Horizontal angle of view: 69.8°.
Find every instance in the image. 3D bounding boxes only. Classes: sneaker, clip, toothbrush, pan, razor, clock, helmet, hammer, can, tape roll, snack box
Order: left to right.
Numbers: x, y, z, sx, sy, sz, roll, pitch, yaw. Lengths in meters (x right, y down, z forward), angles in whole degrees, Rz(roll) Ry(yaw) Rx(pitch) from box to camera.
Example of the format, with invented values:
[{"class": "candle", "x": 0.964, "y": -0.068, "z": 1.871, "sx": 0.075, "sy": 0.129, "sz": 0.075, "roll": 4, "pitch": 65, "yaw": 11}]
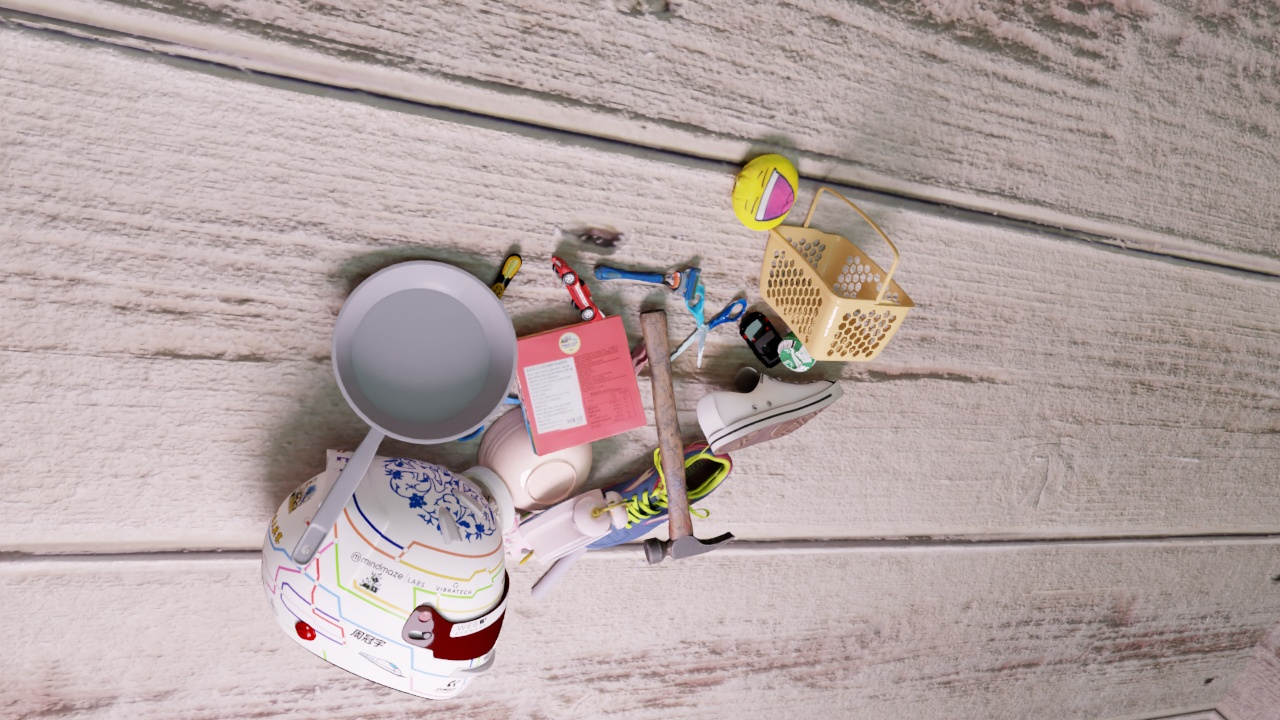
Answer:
[{"class": "pan", "x": -0.270, "y": 0.057, "z": 0.983, "sx": 0.200, "sy": 0.051, "sz": 0.355, "roll": 33, "pitch": 71, "yaw": -16}, {"class": "helmet", "x": -0.271, "y": 0.236, "z": 1.068, "sx": 0.314, "sy": 0.231, "sz": 0.236, "roll": 31, "pitch": 101, "yaw": -24}, {"class": "tape roll", "x": -0.198, "y": 0.180, "z": 1.159, "sx": 0.019, "sy": 0.094, "sz": 0.094, "roll": -26, "pitch": 132, "yaw": -46}, {"class": "razor", "x": -0.178, "y": -0.063, "z": 1.069, "sx": 0.044, "sy": 0.021, "sz": 0.144, "roll": 29, "pitch": 105, "yaw": -15}, {"class": "snack box", "x": -0.078, "y": 0.029, "z": 1.119, "sx": 0.142, "sy": 0.040, "sz": 0.145, "roll": -15, "pitch": 94, "yaw": -15}, {"class": "toothbrush", "x": -0.088, "y": 0.270, "z": 1.306, "sx": 0.188, "sy": 0.018, "sz": 0.019, "roll": -48, "pitch": 131, "yaw": 8}, {"class": "clock", "x": -0.078, "y": 0.207, "z": 1.177, "sx": 0.158, "sy": 0.058, "sz": 0.116, "roll": -29, "pitch": 168, "yaw": 19}, {"class": "clip", "x": -0.014, "y": 0.005, "z": 1.185, "sx": 0.045, "sy": 0.023, "sz": 0.060, "roll": 4, "pitch": 120, "yaw": -25}, {"class": "razor", "x": 0.007, "y": -0.103, "z": 1.131, "sx": 0.140, "sy": 0.018, "sz": 0.044, "roll": 5, "pitch": 109, "yaw": -23}, {"class": "sneaker", "x": 0.014, "y": 0.183, "z": 1.250, "sx": 0.241, "sy": 0.091, "sz": 0.116, "roll": -31, "pitch": 102, "yaw": -8}, {"class": "hammer", "x": 0.045, "y": 0.096, "z": 1.183, "sx": 0.120, "sy": 0.033, "sz": 0.330, "roll": -10, "pitch": 101, "yaw": -13}, {"class": "sneaker", "x": 0.173, "y": 0.053, "z": 1.264, "sx": 0.244, "sy": 0.097, "sz": 0.091, "roll": -15, "pitch": 160, "yaw": -34}, {"class": "can", "x": 0.226, "y": -0.029, "z": 1.228, "sx": 0.100, "sy": 0.053, "sz": 0.053, "roll": -42, "pitch": 134, "yaw": -37}]

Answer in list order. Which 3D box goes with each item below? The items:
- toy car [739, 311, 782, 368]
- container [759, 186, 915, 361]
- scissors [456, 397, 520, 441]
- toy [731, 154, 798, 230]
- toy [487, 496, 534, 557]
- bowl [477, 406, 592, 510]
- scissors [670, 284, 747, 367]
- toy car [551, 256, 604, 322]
[{"class": "toy car", "x": 0.168, "y": -0.027, "z": 1.236, "sx": 0.042, "sy": 0.036, "sz": 0.092, "roll": -40, "pitch": 126, "yaw": 1}, {"class": "container", "x": 0.245, "y": -0.109, "z": 1.133, "sx": 0.129, "sy": 0.183, "sz": 0.167, "roll": 1, "pitch": 124, "yaw": -25}, {"class": "scissors", "x": -0.207, "y": 0.045, "z": 1.126, "sx": 0.130, "sy": 0.013, "sz": 0.125, "roll": 18, "pitch": 111, "yaw": -34}, {"class": "toy", "x": 0.153, "y": -0.205, "z": 1.122, "sx": 0.094, "sy": 0.041, "sz": 0.096, "roll": 9, "pitch": 111, "yaw": -32}, {"class": "toy", "x": -0.180, "y": 0.233, "z": 1.232, "sx": 0.108, "sy": 0.041, "sz": 0.096, "roll": 11, "pitch": 112, "yaw": -36}, {"class": "bowl", "x": -0.125, "y": 0.136, "z": 1.175, "sx": 0.152, "sy": 0.076, "sz": 0.153, "roll": -11, "pitch": 123, "yaw": -18}, {"class": "scissors", "x": 0.092, "y": -0.043, "z": 1.207, "sx": 0.118, "sy": 0.014, "sz": 0.129, "roll": -9, "pitch": 123, "yaw": -20}, {"class": "toy car", "x": -0.076, "y": -0.085, "z": 1.091, "sx": 0.025, "sy": 0.038, "sz": 0.089, "roll": -33, "pitch": 126, "yaw": -7}]
